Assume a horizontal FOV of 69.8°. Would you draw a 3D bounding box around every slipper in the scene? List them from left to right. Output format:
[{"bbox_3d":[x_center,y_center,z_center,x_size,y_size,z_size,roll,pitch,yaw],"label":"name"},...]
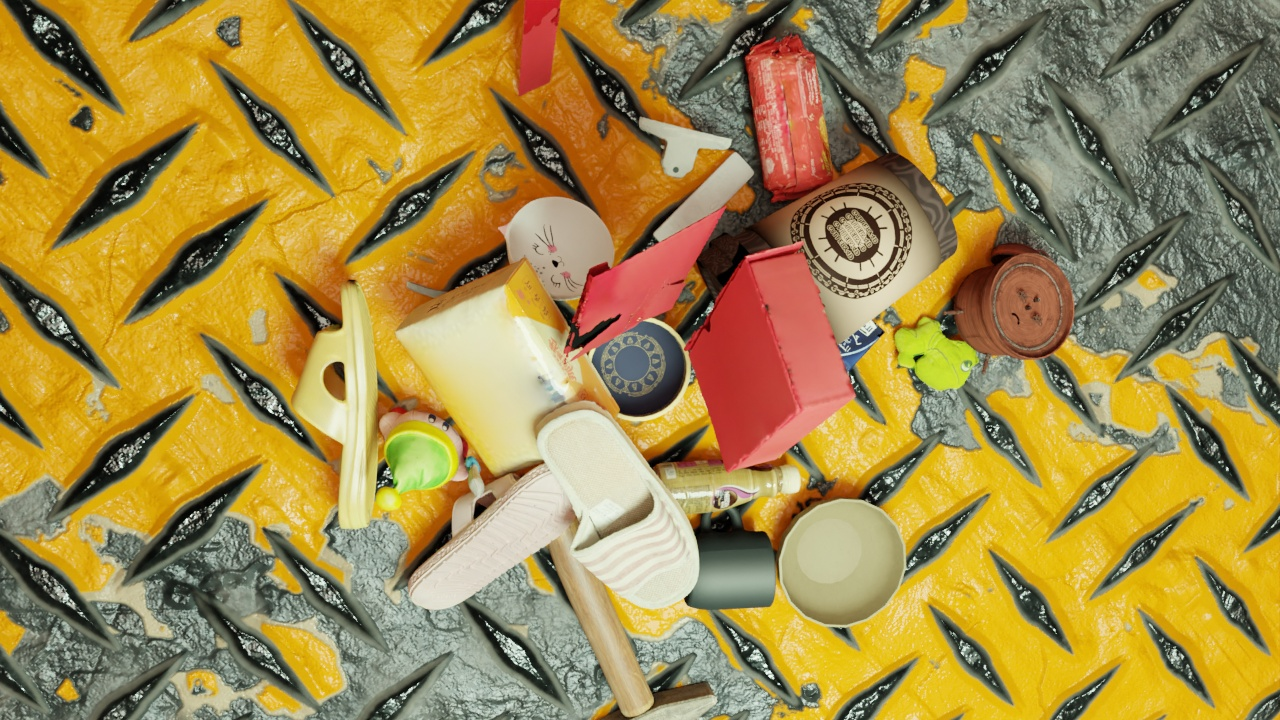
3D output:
[{"bbox_3d":[-0.314,0.047,0.947,0.078,0.099,0.263,0,101,-7],"label":"slipper"},{"bbox_3d":[-0.159,0.180,0.991,0.240,0.064,0.094,-41,136,16],"label":"slipper"},{"bbox_3d":[-0.022,0.158,0.924,0.115,0.052,0.263,-24,115,8],"label":"slipper"}]

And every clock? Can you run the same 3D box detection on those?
[{"bbox_3d":[0.429,-0.067,1.043,0.157,0.072,0.120,-40,101,-17],"label":"clock"}]

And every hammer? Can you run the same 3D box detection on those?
[{"bbox_3d":[-0.035,0.303,1.048,0.158,0.037,0.301,-23,100,-5],"label":"hammer"}]

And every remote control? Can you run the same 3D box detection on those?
[{"bbox_3d":[0.070,-0.174,1.017,0.131,0.012,0.033,-45,103,-1],"label":"remote control"}]

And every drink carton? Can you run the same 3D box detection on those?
[{"bbox_3d":[0.210,-0.009,1.044,0.064,0.040,0.130,43,89,-12],"label":"drink carton"}]

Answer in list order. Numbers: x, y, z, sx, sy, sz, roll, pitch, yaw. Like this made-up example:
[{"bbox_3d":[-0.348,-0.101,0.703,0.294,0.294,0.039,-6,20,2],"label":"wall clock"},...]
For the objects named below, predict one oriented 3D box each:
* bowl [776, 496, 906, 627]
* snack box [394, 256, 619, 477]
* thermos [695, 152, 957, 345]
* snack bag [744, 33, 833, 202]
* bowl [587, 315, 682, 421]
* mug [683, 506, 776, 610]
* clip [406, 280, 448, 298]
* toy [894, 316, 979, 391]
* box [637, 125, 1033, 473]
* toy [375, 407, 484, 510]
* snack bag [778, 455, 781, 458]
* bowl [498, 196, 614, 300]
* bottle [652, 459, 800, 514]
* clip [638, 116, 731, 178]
[{"bbox_3d":[0.227,0.229,1.070,0.152,0.050,0.152,-1,97,-8],"label":"bowl"},{"bbox_3d":[-0.133,0.016,0.929,0.145,0.080,0.195,-20,114,25],"label":"snack box"},{"bbox_3d":[0.197,-0.102,0.959,0.226,0.172,0.173,-33,100,0],"label":"thermos"},{"bbox_3d":[0.159,-0.259,0.986,0.082,0.082,0.176,-12,98,-7],"label":"snack bag"},{"bbox_3d":[-0.006,0.006,1.003,0.112,0.061,0.112,-1,97,-8],"label":"bowl"},{"bbox_3d":[0.095,0.220,1.040,0.094,0.085,0.121,-1,69,-7],"label":"mug"},{"bbox_3d":[-0.169,-0.035,0.992,0.163,0.028,0.112,-1,96,-8],"label":"clip"},{"bbox_3d":[0.344,-0.006,1.068,0.094,0.036,0.093,-22,91,-8],"label":"toy"},{"bbox_3d":[0.191,-0.041,0.838,0.350,0.217,0.197,-16,74,-17],"label":"box"},{"bbox_3d":[-0.225,0.108,0.948,0.124,0.131,0.096,35,85,-11],"label":"toy"},{"bbox_3d":[0.126,0.080,1.053,0.099,0.020,0.026,31,90,-11],"label":"snack bag"},{"bbox_3d":[-0.090,-0.111,0.971,0.114,0.051,0.114,7,68,-19],"label":"bowl"},{"bbox_3d":[0.097,0.140,1.036,0.166,0.059,0.059,-4,97,-9],"label":"bottle"},{"bbox_3d":[0.044,-0.231,0.996,0.102,0.056,0.056,12,71,-9],"label":"clip"}]
